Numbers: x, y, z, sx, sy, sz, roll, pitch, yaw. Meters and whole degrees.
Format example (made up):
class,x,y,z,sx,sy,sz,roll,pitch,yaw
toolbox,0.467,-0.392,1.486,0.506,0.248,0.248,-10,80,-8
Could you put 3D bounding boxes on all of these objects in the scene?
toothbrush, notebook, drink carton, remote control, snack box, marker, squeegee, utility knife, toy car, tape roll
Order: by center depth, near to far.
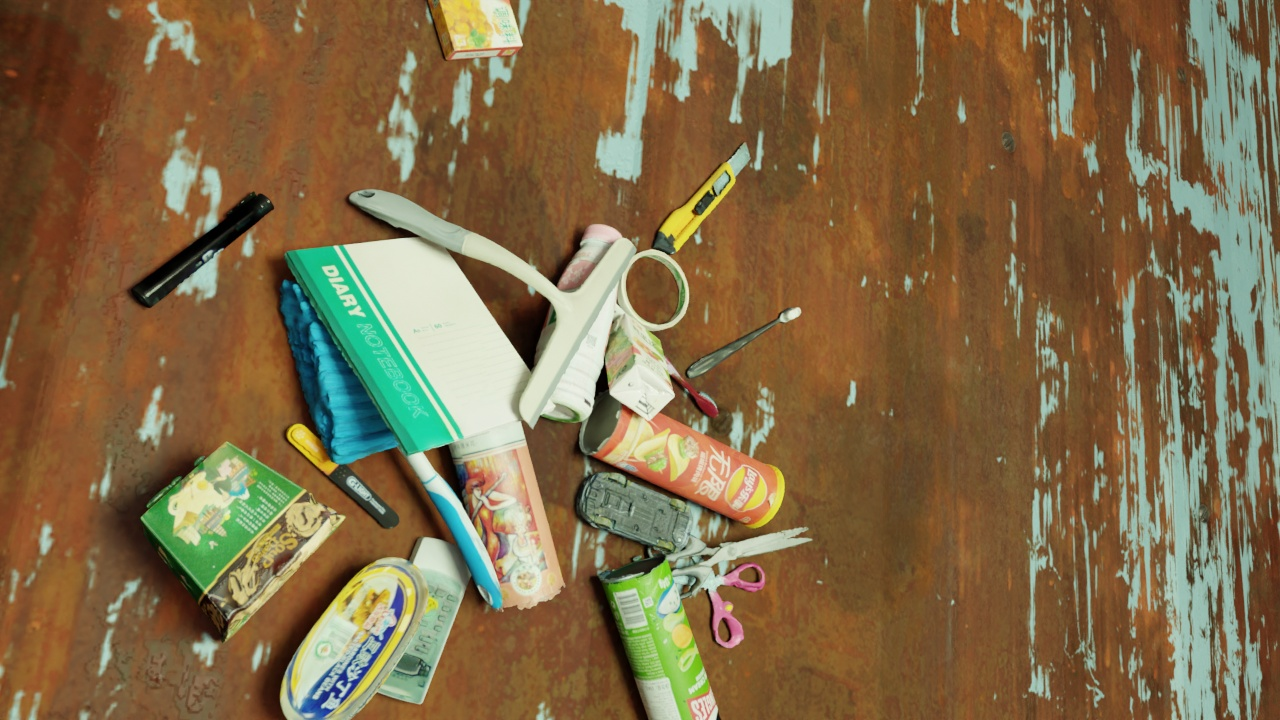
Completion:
class,x,y,z,sx,sy,sz,roll,pitch,yaw
snack box,-0.305,0.130,0.692,0.105,0.118,0.118,45,58,-5
marker,-0.353,-0.092,0.743,0.022,0.020,0.131,40,61,-2
notebook,-0.183,-0.022,0.768,0.150,0.012,0.209,-16,62,-46
marker,-0.251,0.099,0.779,0.124,0.015,0.018,49,65,-18
remote control,-0.190,0.223,0.794,0.056,0.019,0.135,30,67,-25
squeegee,-0.146,-0.096,0.812,0.246,0.039,0.245,29,49,-2
drink carton,-0.005,0.005,0.895,0.053,0.122,0.045,37,106,-22
snack box,-0.175,-0.376,0.900,0.076,0.027,0.156,-18,92,-35
toy car,-0.005,0.151,0.910,0.120,0.037,0.054,24,67,-18
toothbrush,0.020,-0.006,0.969,0.187,0.016,0.017,45,23,-16
tape roll,0.014,-0.074,0.977,0.085,0.014,0.085,6,78,-32
utility knife,0.074,-0.185,1.033,0.033,0.015,0.196,49,60,-19
toothbrush,0.118,-0.022,1.035,0.180,0.018,0.015,-29,101,-31

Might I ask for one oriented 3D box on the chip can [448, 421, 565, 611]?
class,x,y,z,sx,sy,sz,roll,pitch,yaw
chip can,-0.127,0.111,0.823,0.071,0.071,0.214,-16,91,-33

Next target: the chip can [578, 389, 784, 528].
class,x,y,z,sx,sy,sz,roll,pitch,yaw
chip can,0.044,0.103,0.933,0.216,0.073,0.073,26,69,-25

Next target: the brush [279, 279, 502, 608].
class,x,y,z,sx,sy,sz,roll,pitch,yaw
brush,-0.208,0.072,0.772,0.109,0.061,0.314,-13,80,-40

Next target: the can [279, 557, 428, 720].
class,x,y,z,sx,sy,sz,roll,pitch,yaw
can,-0.228,0.226,0.738,0.074,0.049,0.147,36,68,-3

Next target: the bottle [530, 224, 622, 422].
class,x,y,z,sx,sy,sz,roll,pitch,yaw
bottle,-0.058,-0.040,0.896,0.068,0.068,0.196,26,66,-27

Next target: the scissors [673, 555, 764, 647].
class,x,y,z,sx,sy,sz,roll,pitch,yaw
scissors,0.083,0.233,0.970,0.123,0.017,0.133,-31,95,-29

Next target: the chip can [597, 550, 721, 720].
class,x,y,z,sx,sy,sz,roll,pitch,yaw
chip can,0.029,0.308,0.888,0.072,0.072,0.236,-20,93,-33

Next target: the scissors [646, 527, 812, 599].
class,x,y,z,sx,sy,sz,roll,pitch,yaw
scissors,0.089,0.189,0.944,0.141,0.014,0.173,44,78,-1
